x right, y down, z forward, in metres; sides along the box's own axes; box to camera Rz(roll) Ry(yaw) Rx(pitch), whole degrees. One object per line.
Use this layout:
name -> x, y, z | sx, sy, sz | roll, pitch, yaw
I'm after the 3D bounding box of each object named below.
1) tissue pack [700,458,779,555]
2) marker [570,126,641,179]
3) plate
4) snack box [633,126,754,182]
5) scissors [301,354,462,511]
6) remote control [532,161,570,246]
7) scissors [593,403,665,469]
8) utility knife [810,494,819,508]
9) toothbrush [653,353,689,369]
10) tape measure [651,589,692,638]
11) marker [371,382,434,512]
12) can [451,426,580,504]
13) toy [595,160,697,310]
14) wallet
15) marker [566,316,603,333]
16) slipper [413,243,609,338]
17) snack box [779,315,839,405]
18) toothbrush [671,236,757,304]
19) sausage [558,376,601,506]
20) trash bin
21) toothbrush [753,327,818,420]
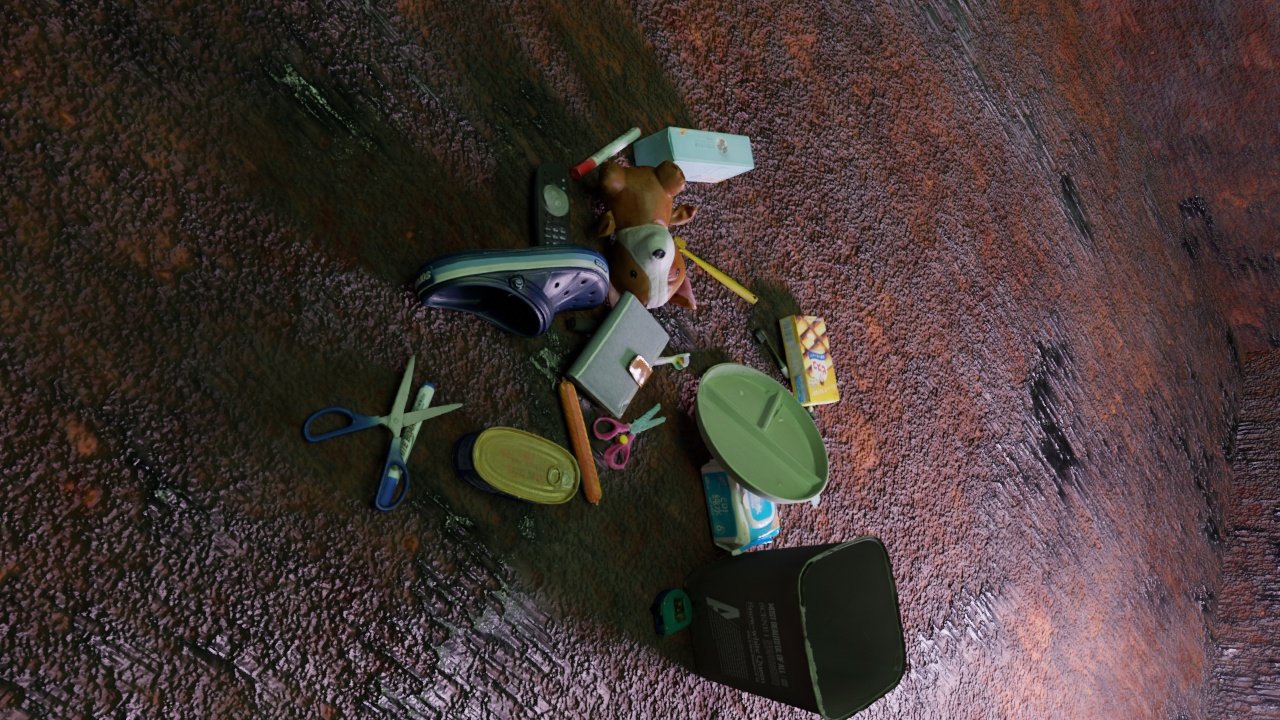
tissue pack -> 0.142, 0.193, 1.276 | 0.089, 0.063, 0.140 | -8, 88, -45
marker -> -0.044, -0.279, 1.228 | 0.144, 0.017, 0.017 | -44, 111, -39
plate -> 0.168, 0.102, 1.283 | 0.230, 0.028, 0.229 | 23, 42, -22
snack box -> 0.077, -0.290, 1.302 | 0.174, 0.074, 0.051 | -7, 86, -43
scissors -> -0.261, 0.073, 0.946 | 0.175, 0.012, 0.162 | -2, 77, -34
remote control -> -0.112, -0.179, 1.140 | 0.053, 0.024, 0.136 | 7, 76, -40
scissors -> -0.014, 0.081, 1.190 | 0.137, 0.017, 0.077 | -41, 101, -44
utility knife -> 0.240, 0.144, 1.408 | 0.034, 0.018, 0.185 | -29, 104, -26
toothbrush -> -0.007, 0.007, 1.205 | 0.189, 0.029, 0.020 | -6, 43, -42
tape measure -> 0.043, 0.324, 1.186 | 0.058, 0.025, 0.054 | -11, 91, -44
marker -> -0.248, 0.089, 0.968 | 0.017, 0.017, 0.145 | 34, 60, -33
can -> -0.140, 0.121, 1.040 | 0.148, 0.049, 0.074 | 24, 67, -38
toy -> 0.009, -0.157, 1.187 | 0.140, 0.130, 0.199 | -4, 95, -11
wallet -> -0.022, -0.004, 1.151 | 0.106, 0.037, 0.129 | 46, 72, -38
marker -> -0.039, -0.040, 1.183 | 0.131, 0.022, 0.020 | 6, 71, -43
slipper -> -0.132, -0.076, 1.045 | 0.252, 0.105, 0.095 | -2, 76, -41
snack box -> 0.265, 0.000, 1.438 | 0.086, 0.034, 0.140 | 0, 79, -48
toothbrush -> 0.109, -0.131, 1.340 | 0.190, 0.017, 0.015 | 30, 63, -35
sausage -> -0.074, 0.099, 1.123 | 0.021, 0.022, 0.165 | -16, 93, -43
trash bin -> 0.191, 0.336, 1.187 | 0.198, 0.220, 0.199 | -8, 88, -44
toothbrush -> 0.226, 0.024, 1.422 | 0.017, 0.012, 0.186 | -49, 115, -30
